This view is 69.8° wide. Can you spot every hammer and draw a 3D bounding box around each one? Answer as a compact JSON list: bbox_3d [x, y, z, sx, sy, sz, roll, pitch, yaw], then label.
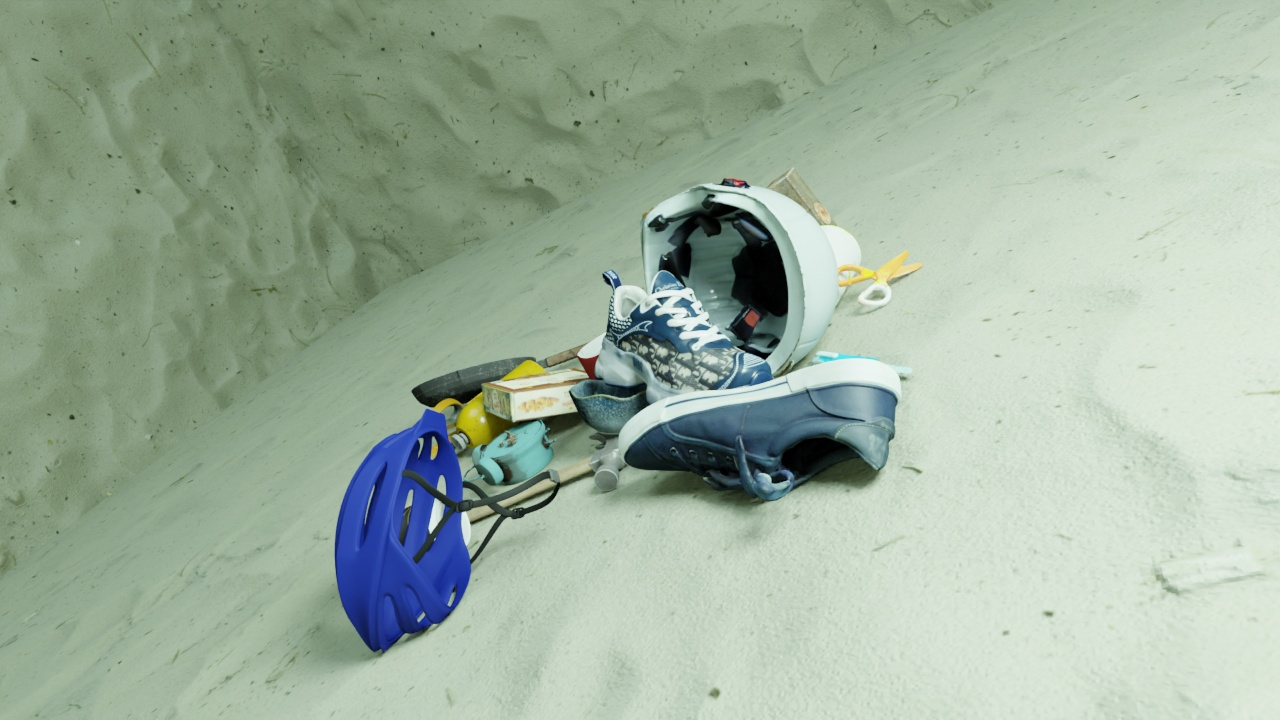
[{"bbox_3d":[-0.158,0.167,1.088,0.332,0.031,0.119,-26,17,18],"label":"hammer"},{"bbox_3d":[0.144,-0.125,1.301,0.302,0.158,0.037,-32,12,38],"label":"hammer"}]

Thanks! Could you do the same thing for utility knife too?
[{"bbox_3d":[0.227,0.004,0.950,0.022,0.015,0.158,-34,16,-15],"label":"utility knife"}]

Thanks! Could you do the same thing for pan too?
[{"bbox_3d":[-0.187,0.017,1.459,0.357,0.040,0.207,-15,-6,2],"label":"pan"}]

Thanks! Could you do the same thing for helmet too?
[{"bbox_3d":[-0.193,0.170,0.917,0.228,0.241,0.147,-1,-12,16],"label":"helmet"},{"bbox_3d":[0.130,-0.092,1.059,0.163,0.236,0.265,-16,9,-37],"label":"helmet"}]

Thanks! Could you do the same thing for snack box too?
[{"bbox_3d":[-0.127,0.045,1.246,0.143,0.041,0.147,-9,8,-24],"label":"snack box"}]

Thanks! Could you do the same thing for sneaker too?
[{"bbox_3d":[0.093,0.089,0.832,0.295,0.120,0.127,-15,56,38],"label":"sneaker"},{"bbox_3d":[0.038,-0.028,0.982,0.103,0.132,0.270,-14,18,-32],"label":"sneaker"}]

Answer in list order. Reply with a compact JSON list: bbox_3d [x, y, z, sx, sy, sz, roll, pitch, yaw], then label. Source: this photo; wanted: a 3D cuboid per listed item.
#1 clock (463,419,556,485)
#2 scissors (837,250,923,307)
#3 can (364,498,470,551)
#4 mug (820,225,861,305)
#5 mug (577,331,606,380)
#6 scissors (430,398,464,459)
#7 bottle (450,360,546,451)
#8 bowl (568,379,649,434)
[{"bbox_3d":[-0.167,0.123,1.165,0.124,0.053,0.090,-31,17,-7],"label":"clock"},{"bbox_3d":[0.299,-0.097,1.102,0.133,0.012,0.083,-16,52,-20],"label":"scissors"},{"bbox_3d":[-0.265,0.206,1.053,0.129,0.072,0.071,-23,19,18],"label":"can"},{"bbox_3d":[0.228,-0.114,1.170,0.083,0.082,0.105,-15,23,37],"label":"mug"},{"bbox_3d":[-0.007,0.007,1.167,0.116,0.096,0.080,-33,18,-12],"label":"mug"},{"bbox_3d":[-0.263,0.083,1.360,0.016,0.166,0.224,22,36,12],"label":"scissors"},{"bbox_3d":[-0.206,0.073,1.334,0.163,0.071,0.071,-40,21,-32],"label":"bottle"},{"bbox_3d":[-0.028,0.054,1.070,0.110,0.055,0.110,-3,10,0],"label":"bowl"}]
